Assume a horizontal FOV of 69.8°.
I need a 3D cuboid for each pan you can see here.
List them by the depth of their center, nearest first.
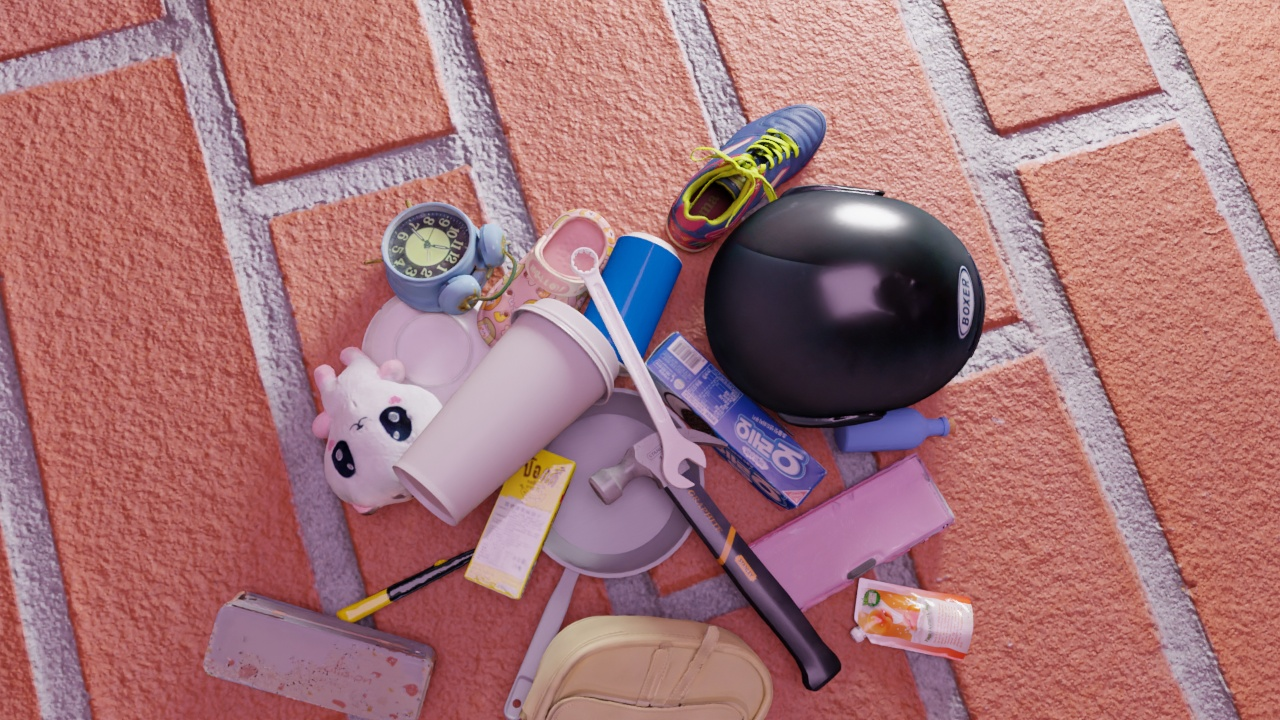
[{"bbox_3d":[-0.063,0.199,0.964,0.201,0.051,0.356,23,77,0],"label":"pan"}]

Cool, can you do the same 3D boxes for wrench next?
[{"bbox_3d":[-0.006,0.006,0.949,0.047,0.009,0.273,-25,84,-14],"label":"wrench"}]

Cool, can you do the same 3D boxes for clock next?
[{"bbox_3d":[-0.209,-0.109,0.996,0.162,0.060,0.117,20,69,13],"label":"clock"}]

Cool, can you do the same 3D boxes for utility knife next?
[{"bbox_3d":[-0.214,0.222,0.960,0.213,0.029,0.020,-24,87,-11],"label":"utility knife"}]

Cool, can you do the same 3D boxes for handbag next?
[{"bbox_3d":[0.006,0.334,0.900,0.232,0.089,0.190,23,84,-17],"label":"handbag"}]

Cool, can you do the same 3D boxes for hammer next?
[{"bbox_3d":[0.093,0.207,0.948,0.139,0.035,0.312,-36,86,-14],"label":"hammer"}]

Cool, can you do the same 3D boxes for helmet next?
[{"bbox_3d":[0.226,-0.054,0.938,0.316,0.236,0.249,2,88,-7],"label":"helmet"}]

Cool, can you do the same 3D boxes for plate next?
[{"bbox_3d":[-0.228,-0.011,1.011,0.157,0.014,0.156,1,78,-5],"label":"plate"}]

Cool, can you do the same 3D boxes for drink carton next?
[{"bbox_3d":[0.291,0.280,0.992,0.122,0.039,0.069,10,77,3],"label":"drink carton"}]

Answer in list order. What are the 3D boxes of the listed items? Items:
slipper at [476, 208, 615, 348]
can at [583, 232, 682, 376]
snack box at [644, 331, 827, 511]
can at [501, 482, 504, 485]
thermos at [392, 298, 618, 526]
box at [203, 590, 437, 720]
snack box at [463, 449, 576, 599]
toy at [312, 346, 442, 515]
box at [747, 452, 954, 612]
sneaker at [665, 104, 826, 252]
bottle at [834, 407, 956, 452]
[{"bbox_3d":[-0.095,-0.088,1.003,0.093,0.082,0.197,40,74,-5],"label":"slipper"},{"bbox_3d":[-0.014,-0.062,1.008,0.079,0.079,0.146,23,77,0],"label":"can"},{"bbox_3d":[0.098,0.067,1.003,0.226,0.059,0.059,42,74,4],"label":"snack box"},{"bbox_3d":[-0.161,0.083,0.977,0.053,0.053,0.101,-3,82,-6],"label":"can"},{"bbox_3d":[-0.133,0.052,0.899,0.131,0.132,0.221,41,66,4],"label":"thermos"},{"bbox_3d":[-0.315,0.296,0.912,0.216,0.062,0.081,16,100,-2],"label":"box"},{"bbox_3d":[-0.121,0.163,0.936,0.061,0.026,0.148,21,76,6],"label":"snack box"},{"bbox_3d":[-0.275,0.066,0.952,0.139,0.101,0.179,-36,75,0],"label":"toy"},{"bbox_3d":[0.225,0.191,0.999,0.232,0.037,0.098,-25,83,-9],"label":"box"},{"bbox_3d":[0.131,-0.217,1.047,0.116,0.091,0.241,44,77,7],"label":"sneaker"},{"bbox_3d":[0.286,0.076,1.022,0.131,0.048,0.048,-2,79,-6],"label":"bottle"}]
